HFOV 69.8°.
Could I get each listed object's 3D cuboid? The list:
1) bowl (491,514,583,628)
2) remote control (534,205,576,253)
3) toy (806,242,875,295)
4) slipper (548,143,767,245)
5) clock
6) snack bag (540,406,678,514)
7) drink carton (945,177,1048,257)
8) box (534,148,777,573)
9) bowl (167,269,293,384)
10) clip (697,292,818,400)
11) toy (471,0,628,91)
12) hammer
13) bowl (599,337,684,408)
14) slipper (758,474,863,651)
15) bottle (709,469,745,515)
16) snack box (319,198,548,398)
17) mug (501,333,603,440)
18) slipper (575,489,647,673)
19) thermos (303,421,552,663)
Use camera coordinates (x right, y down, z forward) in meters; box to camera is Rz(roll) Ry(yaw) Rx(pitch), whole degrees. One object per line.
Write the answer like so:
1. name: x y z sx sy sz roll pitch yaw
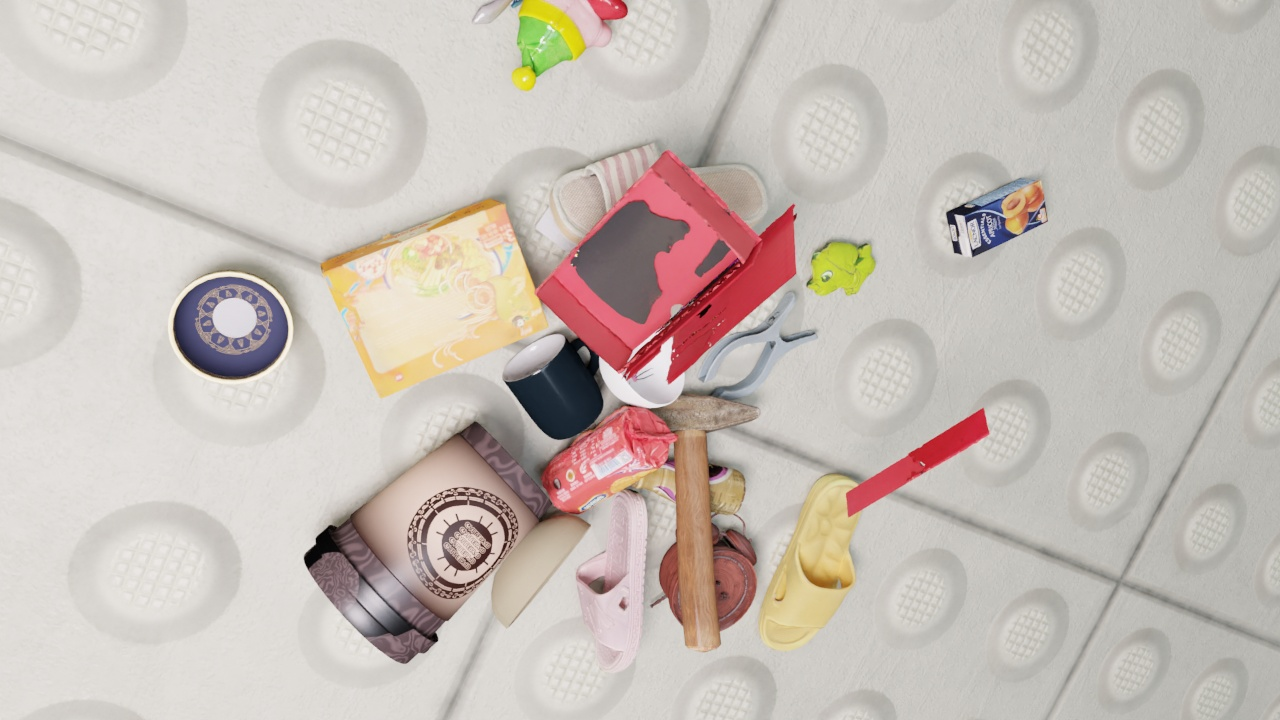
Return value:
1. bowl: -0.124 0.235 1.070 0.050 0.152 0.152 39 89 6
2. remote control: -0.062 -0.128 1.052 0.131 0.012 0.033 35 88 -25
3. toy: 0.256 -0.115 1.164 0.093 0.036 0.094 38 91 -33
4. slipper: 0.029 -0.186 1.030 0.262 0.052 0.115 -9 73 -22
5. clock: 0.089 0.270 1.187 0.120 0.072 0.158 23 97 -25
6. snack bag: -0.042 0.116 1.064 0.082 0.082 0.177 37 128 -25
7. drink carton: 0.474 -0.191 1.222 0.130 0.040 0.064 -25 111 -12
8. box: -0.011 -0.019 0.856 0.198 0.350 0.218 41 128 -10
9. bowl: -0.408 -0.038 0.920 0.112 0.061 0.112 -5 106 -19
10. clip: 0.155 0.002 1.163 0.163 0.028 0.112 -39 116 -6
11. toy: -0.095 -0.346 0.941 0.124 0.096 0.132 36 109 -19
12. hammer: 0.071 0.191 1.093 0.158 0.037 0.300 0 77 -11
13. bowl: -0.006 0.006 1.073 0.114 0.051 0.114 24 53 -36
14. slipper: 0.246 0.286 1.249 0.099 0.078 0.263 13 99 -25
15. bottle: 0.046 0.151 1.148 0.166 0.059 0.060 13 100 -15
16. snack box: -0.217 -0.071 0.972 0.195 0.080 0.145 -24 112 -14
17. mug: -0.087 0.021 1.054 0.121 0.085 0.094 -51 120 -34
18. slipper: -0.040 0.276 1.129 0.064 0.094 0.239 2 101 -25
19. thermos: -0.222 0.189 1.002 0.226 0.173 0.173 -43 115 -12
